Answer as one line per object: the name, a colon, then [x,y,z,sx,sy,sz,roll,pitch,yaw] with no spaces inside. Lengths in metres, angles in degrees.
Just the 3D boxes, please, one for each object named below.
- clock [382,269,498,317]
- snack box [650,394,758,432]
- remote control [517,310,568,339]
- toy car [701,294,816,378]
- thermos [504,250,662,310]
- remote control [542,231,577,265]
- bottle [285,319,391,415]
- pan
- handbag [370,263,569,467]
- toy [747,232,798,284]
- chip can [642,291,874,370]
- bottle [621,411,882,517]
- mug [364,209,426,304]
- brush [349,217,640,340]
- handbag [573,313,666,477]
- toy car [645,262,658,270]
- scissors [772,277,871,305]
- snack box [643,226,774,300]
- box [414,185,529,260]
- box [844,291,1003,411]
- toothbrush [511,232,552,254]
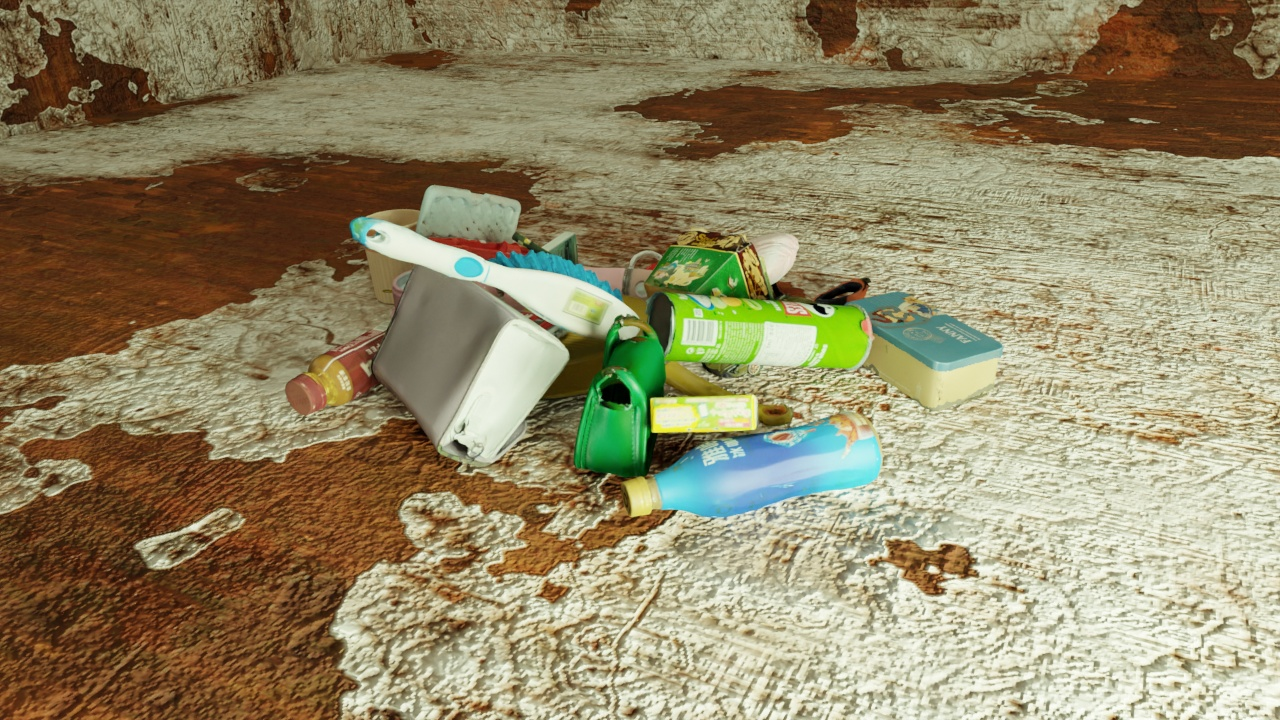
clock: [-0.240,-0.070,1.123,0.117,0.060,0.159,-22,32,-36]
snack box: [0.060,0.048,0.820,0.087,0.033,0.140,-2,-2,9]
remote control: [-0.142,-0.037,0.996,0.136,0.020,0.055,10,32,35]
toy car: [0.136,-0.027,1.018,0.157,0.042,0.070,-31,36,-26]
thermos: [-0.063,-0.092,1.127,0.199,0.087,0.067,0,-9,9]
remote control: [-0.122,-0.127,1.231,0.019,0.056,0.134,10,28,22]
bottle: [-0.299,0.003,0.986,0.057,0.057,0.174,14,31,29]
pan: [-0.006,0.006,0.972,0.358,0.078,0.197,8,31,34]
handbag: [-0.177,0.000,0.903,0.197,0.098,0.145,33,88,47]
toy: [0.125,-0.118,1.173,0.160,0.054,0.121,-13,24,30]
chip can: [0.121,-0.029,0.933,0.235,0.072,0.072,2,23,-24]
bottle: [0.092,0.093,0.765,0.218,0.065,0.065,-10,28,-15]
mug: [-0.305,-0.141,1.219,0.114,0.106,0.081,-14,29,-22]
brush: [-0.125,-0.079,0.850,0.314,0.060,0.109,21,13,-32]
handbag: [-0.018,0.034,0.832,0.068,0.120,0.131,6,28,8]
toy car: [0.017,-0.106,1.182,0.106,0.031,0.049,-11,26,32]
scissors: [0.191,-0.069,1.131,0.222,0.015,0.189,-28,34,-35]
snack box: [0.072,-0.076,1.062,0.118,0.117,0.105,15,46,42]
box: [-0.205,-0.174,1.211,0.095,0.101,0.201,9,6,26]
box: [0.292,-0.011,0.960,0.089,0.062,0.184,-15,28,-22]
toothbrush: [-0.086,-0.116,1.177,0.186,0.012,0.017,31,28,11]
